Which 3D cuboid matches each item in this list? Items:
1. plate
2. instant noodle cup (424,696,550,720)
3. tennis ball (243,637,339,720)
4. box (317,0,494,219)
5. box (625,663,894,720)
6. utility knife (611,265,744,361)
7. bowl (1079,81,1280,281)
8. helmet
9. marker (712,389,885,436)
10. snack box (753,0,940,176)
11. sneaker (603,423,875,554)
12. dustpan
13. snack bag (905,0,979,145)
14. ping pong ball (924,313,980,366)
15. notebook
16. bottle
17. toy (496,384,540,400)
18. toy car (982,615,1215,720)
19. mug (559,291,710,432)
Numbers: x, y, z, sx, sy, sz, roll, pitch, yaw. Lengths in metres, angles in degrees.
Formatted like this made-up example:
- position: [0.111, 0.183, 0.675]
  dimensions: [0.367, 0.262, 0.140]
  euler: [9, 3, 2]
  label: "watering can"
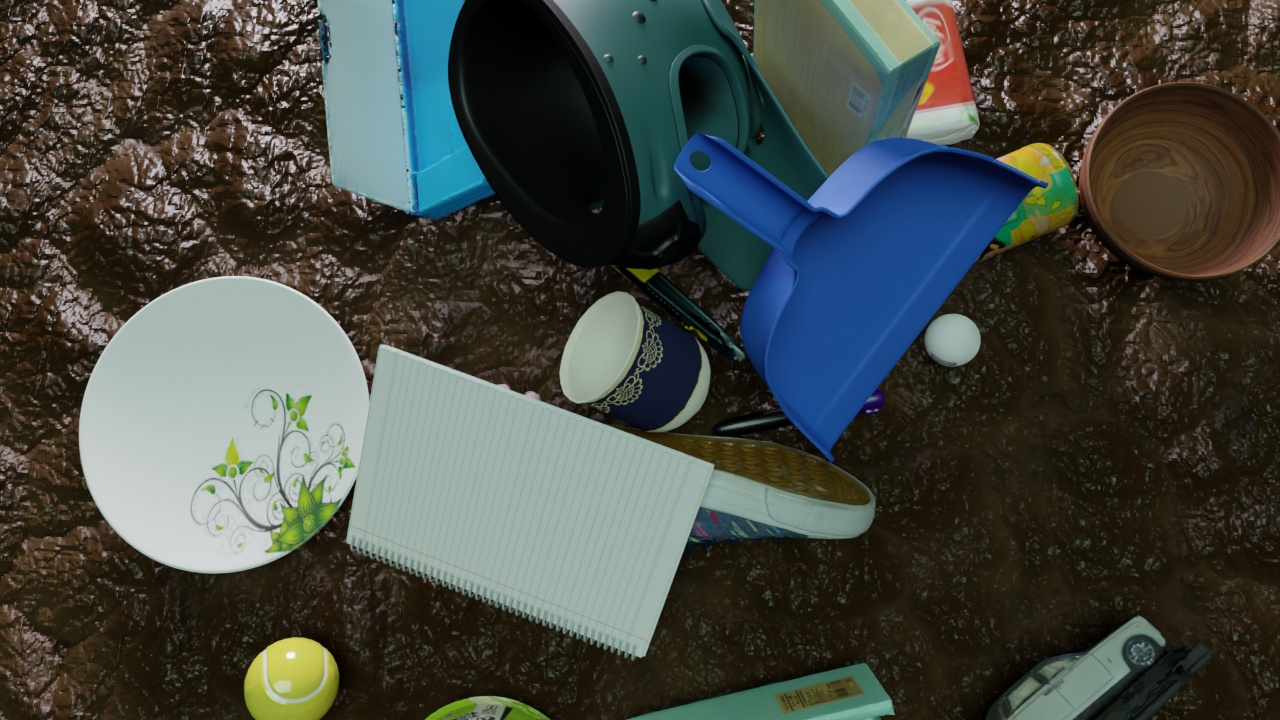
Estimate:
- position: [-0.321, 0.049, 0.720]
  dimensions: [0.229, 0.030, 0.229]
  euler: [-1, 81, 3]
  label: "plate"
- position: [-0.115, 0.315, 0.635]
  dimensions: [0.146, 0.098, 0.146]
  euler: [-1, 81, 3]
  label: "instant noodle cup"
- position: [-0.255, 0.237, 0.671]
  dimensions: [0.065, 0.065, 0.065]
  euler: [0, 81, 3]
  label: "tennis ball"
- position: [-0.182, -0.243, 0.705]
  dimensions: [0.094, 0.115, 0.243]
  euler: [-14, 79, 36]
  label: "box"
- position: [0.081, 0.269, 0.635]
  dimensions: [0.188, 0.093, 0.077]
  euler: [-12, 80, 1]
  label: "box"
- position: [0.022, -0.047, 0.683]
  dimensions: [0.020, 0.029, 0.172]
  euler: [-41, 55, -9]
  label: "utility knife"
- position: [0.394, -0.125, 0.687]
  dimensions: [0.147, 0.069, 0.147]
  euler: [0, 81, 2]
  label: "bowl"
- position: [0.005, -0.170, 0.655]
  dimensions: [0.199, 0.177, 0.274]
  euler: [-18, 68, -41]
  label: "helmet"
- position: [0.122, 0.043, 0.705]
  dimensions: [0.134, 0.015, 0.018]
  euler: [-11, 83, 1]
  label: "marker"
- position: [0.132, -0.208, 0.644]
  dimensions: [0.044, 0.194, 0.141]
  euler: [-31, 74, -2]
  label: "snack box"
- position: [0.050, 0.104, 0.678]
  dimensions: [0.235, 0.087, 0.079]
  euler: [9, 108, 6]
  label: "sneaker"
- position: [0.120, -0.071, 0.593]
  dimensions: [0.257, 0.059, 0.246]
  euler: [29, 103, -28]
  label: "dustpan"
- position: [0.218, -0.228, 0.729]
  dimensions: [0.077, 0.036, 0.116]
  euler: [-9, 81, 2]
  label: "snack bag"
- position: [0.236, -0.015, 0.694]
  dimensions: [0.040, 0.040, 0.040]
  euler: [0, 81, 3]
  label: "ping pong ball"
- position: [-0.090, 0.108, 0.663]
  dimensions: [0.245, 0.013, 0.178]
  euler: [20, 115, 6]
  label: "notebook"
- position: [0.217, -0.094, 0.693]
  dimensions: [0.209, 0.068, 0.068]
  euler: [-23, 81, 0]
  label: "bottle"
- position: [-0.119, 0.063, 0.700]
  dimensions: [0.109, 0.041, 0.095]
  euler: [-21, 94, 5]
  label: "toy"
- position: [0.295, 0.247, 0.638]
  dimensions: [0.191, 0.094, 0.071]
  euler: [-39, 60, -3]
  label: "toy car"
- position: [-0.004, 0.004, 0.686]
  dimensions: [0.089, 0.112, 0.085]
  euler: [28, 90, -34]
  label: "mug"
